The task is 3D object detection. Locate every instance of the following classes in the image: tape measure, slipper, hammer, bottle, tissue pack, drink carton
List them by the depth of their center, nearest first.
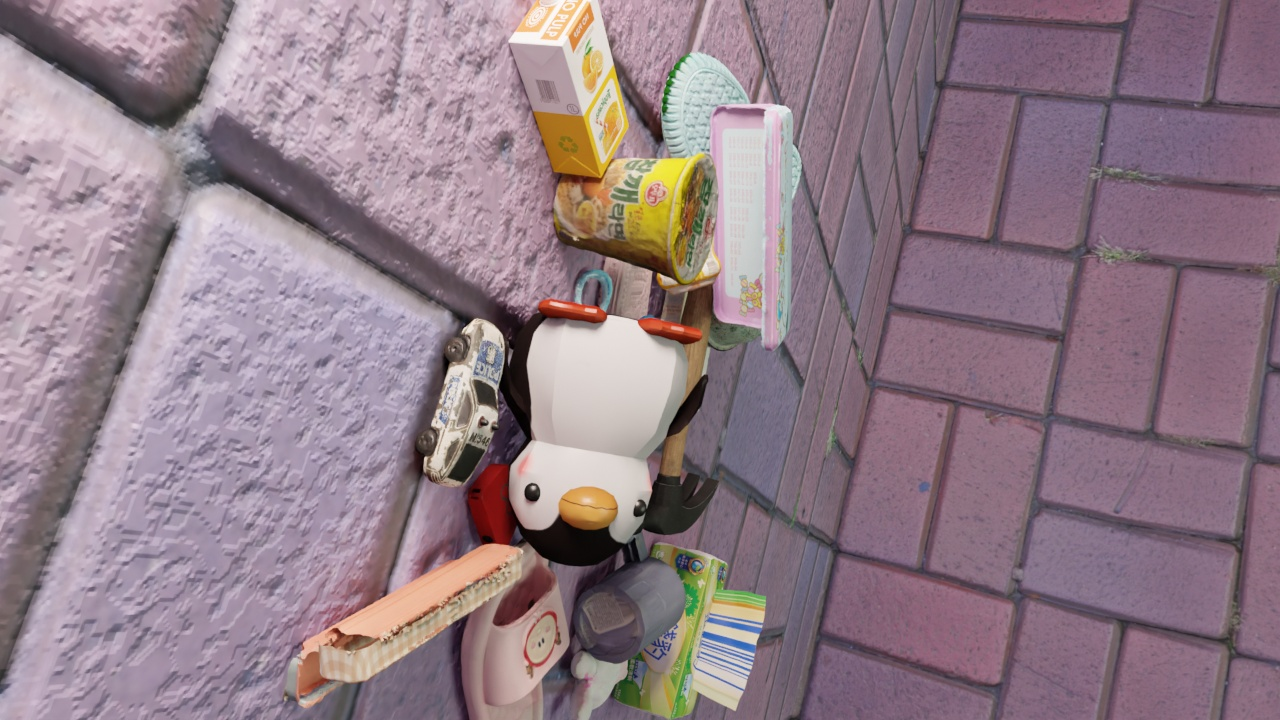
[{"bbox_3d":[-0.048,-0.197,0.652,0.123,0.040,0.058,72,35,-52],"label":"drink carton"},{"bbox_3d":[-0.107,0.108,0.691,0.051,0.019,0.059,-54,140,-51],"label":"tape measure"},{"bbox_3d":[-0.099,0.242,0.737,0.106,0.056,0.222,-35,134,-58],"label":"slipper"},{"bbox_3d":[-0.005,0.005,0.842,0.094,0.064,0.239,-17,115,-67],"label":"slipper"},{"bbox_3d":[0.036,-0.119,0.868,0.063,0.063,0.109,-26,102,-65],"label":"bottle"},{"bbox_3d":[0.048,0.024,0.934,0.132,0.040,0.305,7,94,-56],"label":"hammer"},{"bbox_3d":[0.085,-0.222,0.949,0.275,0.070,0.116,17,88,-55],"label":"slipper"},{"bbox_3d":[0.069,0.330,1.096,0.120,0.141,0.197,29,74,-68],"label":"tissue pack"}]

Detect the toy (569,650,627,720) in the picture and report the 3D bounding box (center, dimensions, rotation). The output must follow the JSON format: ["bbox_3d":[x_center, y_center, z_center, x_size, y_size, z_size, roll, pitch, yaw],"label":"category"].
[{"bbox_3d":[-0.044,0.324,0.947,0.125,0.037,0.076,8,90,-70],"label":"toy"}]

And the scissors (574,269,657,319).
[{"bbox_3d":[-0.029,-0.001,0.773,0.113,0.013,0.140,24,72,-28],"label":"scissors"}]

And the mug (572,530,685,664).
[{"bbox_3d":[-0.016,0.233,0.933,0.103,0.084,0.124,-7,84,-66],"label":"mug"}]

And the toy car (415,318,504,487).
[{"bbox_3d":[-0.112,0.029,0.608,0.048,0.040,0.112,39,64,-68],"label":"toy car"}]

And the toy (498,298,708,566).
[{"bbox_3d":[-0.041,0.057,0.686,0.140,0.159,0.184,179,-78,-75],"label":"toy"}]

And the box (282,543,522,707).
[{"bbox_3d":[-0.141,0.165,0.587,0.077,0.054,0.186,-51,167,21],"label":"box"}]

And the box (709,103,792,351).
[{"bbox_3d":[0.110,-0.125,0.843,0.140,0.062,0.214,-129,-146,-67],"label":"box"}]

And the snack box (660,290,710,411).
[{"bbox_3d":[0.049,-0.025,0.988,0.082,0.026,0.150,27,72,-59],"label":"snack box"}]

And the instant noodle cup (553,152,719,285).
[{"bbox_3d":[-0.004,-0.117,0.712,0.102,0.108,0.102,12,89,-69],"label":"instant noodle cup"}]

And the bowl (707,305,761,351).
[{"bbox_3d":[0.118,-0.084,1.010,0.157,0.039,0.158,-25,121,-50],"label":"bowl"}]
